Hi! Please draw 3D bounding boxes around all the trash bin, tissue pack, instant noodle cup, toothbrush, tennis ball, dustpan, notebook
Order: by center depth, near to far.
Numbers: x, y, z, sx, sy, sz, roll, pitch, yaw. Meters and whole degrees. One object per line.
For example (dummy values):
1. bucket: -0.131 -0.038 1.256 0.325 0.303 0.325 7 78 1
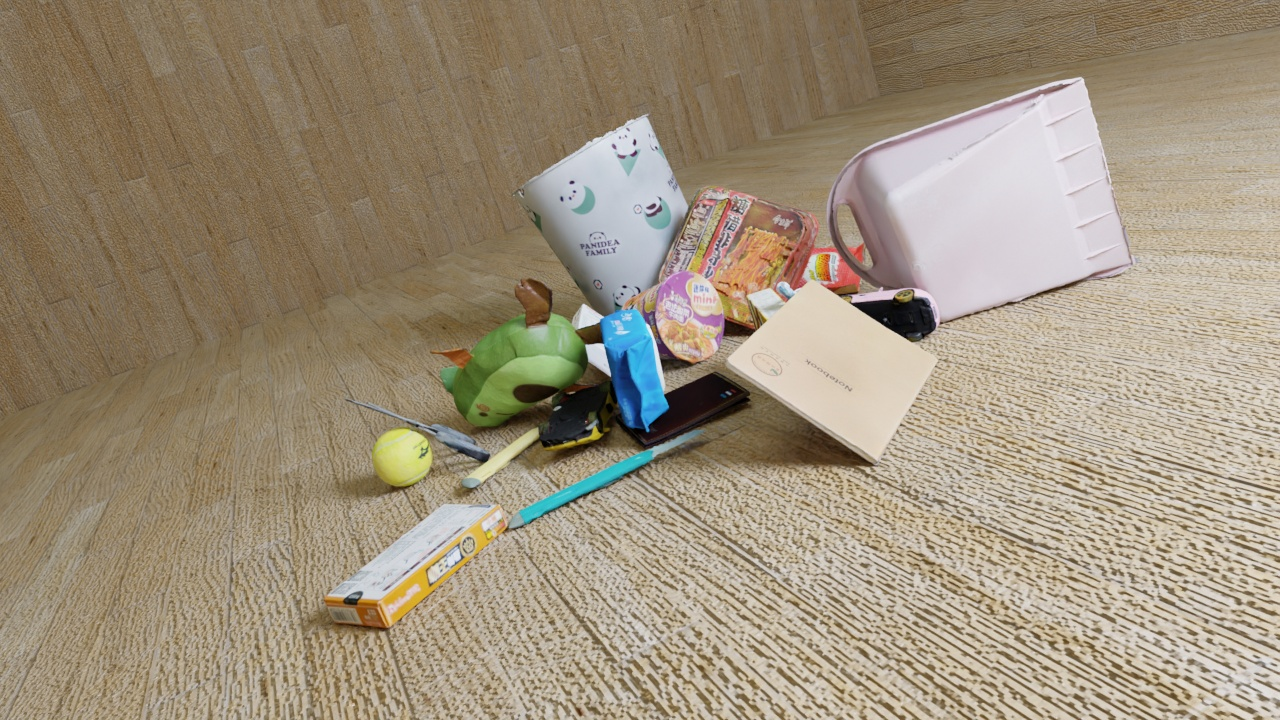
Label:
1. notebook: 0.178 0.001 0.821 0.148 0.008 0.207 34 37 13
2. tissue pack: -0.006 0.006 0.950 0.052 0.095 0.157 -14 18 -1
3. dustpan: 0.345 -0.165 0.980 0.274 0.222 0.138 -22 27 11
4. toothbrush: 0.182 -0.062 0.989 0.027 0.026 0.220 -49 -21 13
5. tennis ball: -0.262 0.106 1.011 0.065 0.065 0.065 -17 16 5
6. instant noodle cup: 0.032 -0.048 1.143 0.111 0.111 0.099 -31 13 -38
7. instant noodle cup: 0.133 -0.128 1.191 0.189 0.164 0.079 23 -2 30
8. trash bin: -0.027 -0.188 1.328 0.230 0.252 0.229 -29 10 6

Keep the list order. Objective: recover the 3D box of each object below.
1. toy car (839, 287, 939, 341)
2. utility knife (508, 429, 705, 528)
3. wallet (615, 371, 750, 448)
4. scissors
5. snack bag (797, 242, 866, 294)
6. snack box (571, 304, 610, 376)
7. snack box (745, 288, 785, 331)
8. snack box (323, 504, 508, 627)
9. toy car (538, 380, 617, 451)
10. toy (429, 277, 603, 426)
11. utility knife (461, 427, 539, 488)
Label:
1. toy car: 0.259 -0.049 0.981 0.123 0.056 0.037 -3 26 41
2. utility knife: -0.029 0.108 0.850 0.205 0.013 0.029 -25 16 -13
3. wallet: 0.043 0.051 0.954 0.122 0.020 0.096 -24 17 -12
4. scissors: -0.241 0.073 1.007 0.159 0.014 0.174 23 -2 21
5. snack bag: 0.199 -0.123 1.255 0.208 0.073 0.128 1 32 21
6. snack box: -0.049 -0.023 1.179 0.027 0.084 0.156 -54 10 12
7. snack box: 0.145 -0.017 0.943 0.034 0.087 0.140 -18 17 -1
8. snack box: -0.190 0.172 0.790 0.075 0.026 0.153 -7 19 36
9. toy car: -0.066 0.063 0.984 0.071 0.041 0.155 -15 15 12
10. toy: -0.136 0.006 1.062 0.247 0.226 0.089 -38 46 38
11. utility knife: -0.142 0.100 0.991 0.031 0.018 0.164 -3 23 30
